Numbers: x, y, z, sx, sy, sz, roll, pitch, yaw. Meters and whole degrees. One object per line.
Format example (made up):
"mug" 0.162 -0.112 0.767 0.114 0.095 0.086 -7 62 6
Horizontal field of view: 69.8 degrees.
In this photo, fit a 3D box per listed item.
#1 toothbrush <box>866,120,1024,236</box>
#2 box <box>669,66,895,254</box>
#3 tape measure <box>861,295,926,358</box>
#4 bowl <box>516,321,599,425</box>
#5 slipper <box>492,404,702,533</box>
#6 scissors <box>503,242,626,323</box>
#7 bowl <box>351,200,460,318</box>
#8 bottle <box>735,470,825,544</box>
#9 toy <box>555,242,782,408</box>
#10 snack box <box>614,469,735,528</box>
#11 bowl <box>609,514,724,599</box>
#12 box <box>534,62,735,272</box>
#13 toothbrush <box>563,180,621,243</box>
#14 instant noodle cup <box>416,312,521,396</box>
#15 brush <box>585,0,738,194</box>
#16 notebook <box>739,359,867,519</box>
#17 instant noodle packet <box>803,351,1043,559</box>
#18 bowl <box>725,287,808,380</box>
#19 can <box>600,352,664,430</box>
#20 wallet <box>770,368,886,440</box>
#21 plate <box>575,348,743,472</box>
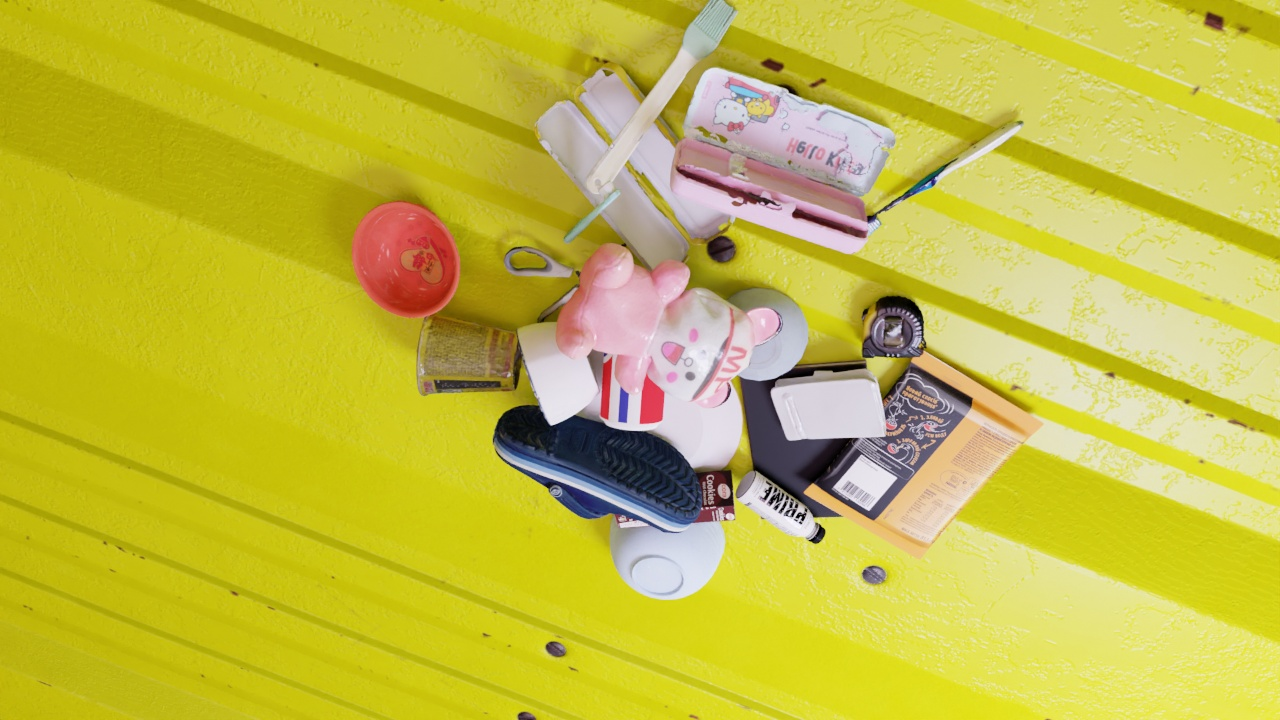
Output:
"toothbrush" 0.287 -0.174 0.897 0.189 0.016 0.017 -34 117 27
"box" 0.137 -0.191 0.868 0.201 0.100 0.103 17 131 -8
"tape measure" 0.266 -0.034 0.962 0.067 0.038 0.063 3 116 18
"bowl" -0.089 0.008 1.020 0.065 0.116 0.116 -19 115 -1
"slipper" -0.051 0.130 1.064 0.253 0.104 0.095 22 126 2
"scissors" -0.077 -0.087 1.016 0.157 0.012 0.170 23 128 -1
"bowl" -0.252 -0.115 1.021 0.131 0.045 0.131 5 109 14
"bottle" 0.169 0.179 1.091 0.116 0.041 0.041 35 120 -8
"toy" 0.027 -0.031 0.927 0.213 0.084 0.142 21 110 -20
"snack box" 0.041 0.166 1.101 0.141 0.050 0.032 -5 138 7
"bowl" 0.028 0.244 1.145 0.151 0.074 0.151 6 123 9
"box" -0.003 -0.184 0.915 0.084 0.079 0.210 -25 113 44
"toothbrush" -0.053 -0.145 0.921 0.016 0.016 0.181 50 161 -6
"instant noodle cup" -0.195 -0.004 1.055 0.108 0.102 0.102 6 120 -1
"brush" 0.016 -0.250 0.878 0.033 0.012 0.218 36 102 -6
"notebook" 0.198 0.098 1.070 0.141 0.008 0.209 -4 118 14
"instant noodle packet" 0.314 0.112 1.032 0.160 0.032 0.221 30 116 -4
"bowl" 0.127 -0.023 0.995 0.106 0.039 0.106 5 114 11
"can" -0.006 0.006 1.008 0.070 0.070 0.132 5 99 9
"wallet" 0.208 0.050 1.015 0.116 0.032 0.086 -3 121 24
"plate" 0.006 0.071 1.089 0.230 0.021 0.230 5 120 9
